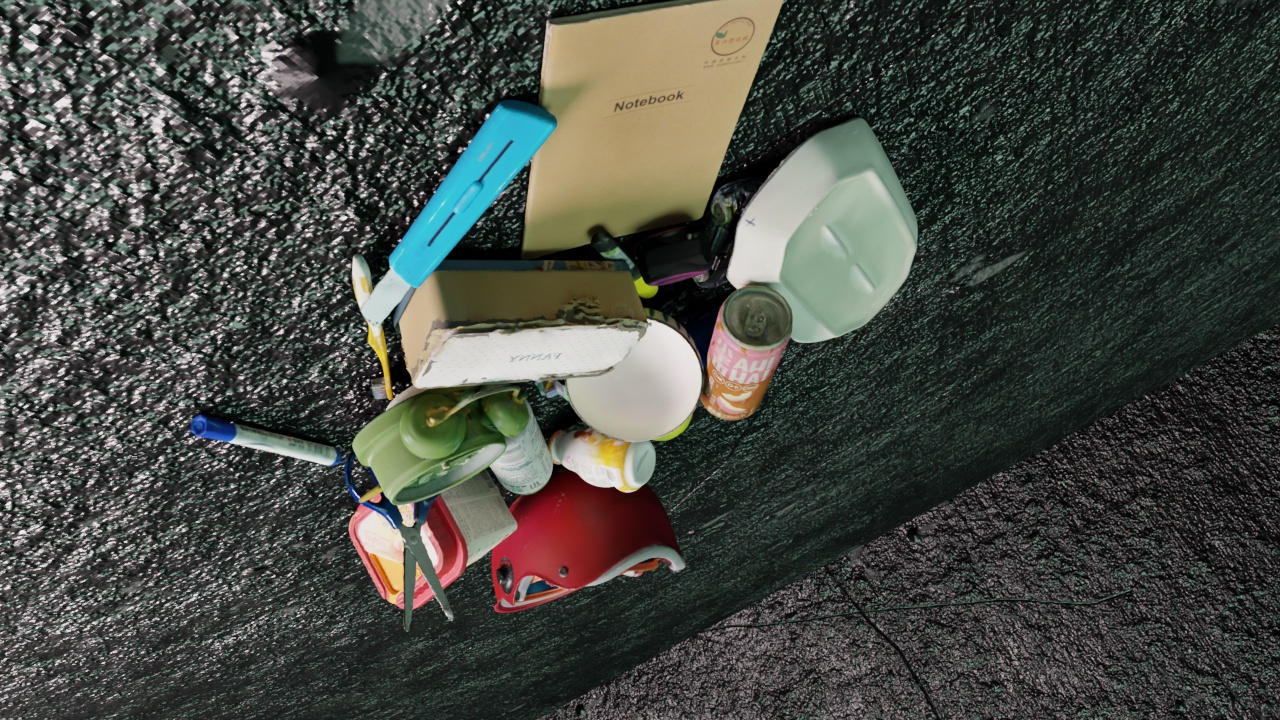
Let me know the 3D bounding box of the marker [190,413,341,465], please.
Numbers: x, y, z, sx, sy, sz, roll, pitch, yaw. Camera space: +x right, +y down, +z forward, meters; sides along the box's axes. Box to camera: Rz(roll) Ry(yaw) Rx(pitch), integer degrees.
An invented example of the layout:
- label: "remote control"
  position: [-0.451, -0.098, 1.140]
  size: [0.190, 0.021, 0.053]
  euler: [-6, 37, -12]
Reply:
- label: "marker"
  position: [-0.285, 0.064, 0.712]
  size: [0.017, 0.017, 0.145]
  euler: [-32, 156, 12]

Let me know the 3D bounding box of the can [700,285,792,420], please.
- label: "can"
  position: [0.084, -0.002, 0.754]
  size: [0.058, 0.058, 0.147]
  euler: [-21, 158, -13]

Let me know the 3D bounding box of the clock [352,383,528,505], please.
- label: "clock"
  position: [-0.153, 0.059, 0.722]
  size: [0.115, 0.056, 0.162]
  euler: [-16, 161, -48]

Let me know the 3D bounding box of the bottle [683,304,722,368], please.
- label: "bottle"
  position: [0.060, -0.007, 0.860]
  size: [0.219, 0.065, 0.065]
  euler: [-31, 156, 7]

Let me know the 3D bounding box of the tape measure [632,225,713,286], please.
- label: "tape measure"
  position: [0.025, -0.081, 0.692]
  size: [0.057, 0.039, 0.058]
  euler: [-15, 179, -1]

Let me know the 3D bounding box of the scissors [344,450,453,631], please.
- label: "scissors"
  position: [-0.206, 0.143, 0.800]
  size: [0.160, 0.163, 0.012]
  euler: [36, 142, -24]

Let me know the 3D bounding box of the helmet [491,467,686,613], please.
- label: "helmet"
  position: [-0.076, 0.198, 1.050]
  size: [0.206, 0.143, 0.241]
  euler: [1, 158, -46]

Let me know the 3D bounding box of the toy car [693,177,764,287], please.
- label: "toy car"
  position: [0.068, -0.100, 0.718]
  size: [0.048, 0.031, 0.106]
  euler: [-15, 147, -26]

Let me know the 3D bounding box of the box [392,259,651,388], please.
- label: "box"
  position: [-0.088, -0.026, 0.658]
  size: [0.184, 0.061, 0.090]
  euler: [-1, 152, -34]

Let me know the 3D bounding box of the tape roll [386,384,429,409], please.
- label: "tape roll"
  position: [-0.166, 0.031, 0.751]
  size: [0.085, 0.014, 0.086]
  euler: [-28, 166, -8]

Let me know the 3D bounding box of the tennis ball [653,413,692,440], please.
- label: "tennis ball"
  position: [0.020, 0.049, 0.930]
  size: [0.065, 0.065, 0.066]
  euler: [-22, 156, -11]

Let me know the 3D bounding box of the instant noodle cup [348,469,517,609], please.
- label: "instant noodle cup"
  position: [-0.197, 0.165, 0.903]
  size: [0.117, 0.116, 0.124]
  euler: [-40, 164, 28]

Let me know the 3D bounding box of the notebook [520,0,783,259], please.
- label: "notebook"
  position: [-0.001, -0.143, 0.590]
  size: [0.147, 0.008, 0.208]
  euler: [-17, 155, -21]

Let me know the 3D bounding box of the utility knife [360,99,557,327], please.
- label: "utility knife"
  position: [-0.119, -0.083, 0.556]
  size: [0.034, 0.018, 0.188]
  euler: [27, 122, -32]

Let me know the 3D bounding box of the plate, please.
- label: "plate"
  position: [0.166, -0.091, 0.763]
  size: [0.162, 0.034, 0.265]
  euler: [-48, 148, 6]

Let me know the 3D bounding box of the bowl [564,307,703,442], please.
- label: "bowl"
  position: [-0.005, 0.005, 0.790]
  size: [0.117, 0.116, 0.066]
  euler: [-33, -162, 15]

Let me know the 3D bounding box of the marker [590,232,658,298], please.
- label: "marker"
  position: [-0.012, -0.073, 0.706]
  size: [0.018, 0.015, 0.124]
  euler: [-27, 159, 10]

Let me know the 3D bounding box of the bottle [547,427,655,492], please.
- label: "bottle"
  position: [-0.041, 0.094, 0.920]
  size: [0.108, 0.063, 0.063]
  euler: [6, 175, 32]

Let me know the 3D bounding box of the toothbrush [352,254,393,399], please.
- label: "toothbrush"
  position: [-0.190, -0.017, 0.647]
  size: [0.018, 0.016, 0.192]
  euler: [-11, 153, -14]

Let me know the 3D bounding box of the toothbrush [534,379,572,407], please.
- label: "toothbrush"
  position: [-0.059, 0.049, 0.909]
  size: [0.021, 0.029, 0.189]
  euler: [-64, 159, -10]

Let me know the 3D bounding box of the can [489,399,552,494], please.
- label: "can"
  position: [-0.119, 0.079, 0.860]
  size: [0.058, 0.058, 0.147]
  euler: [-23, 156, -7]
